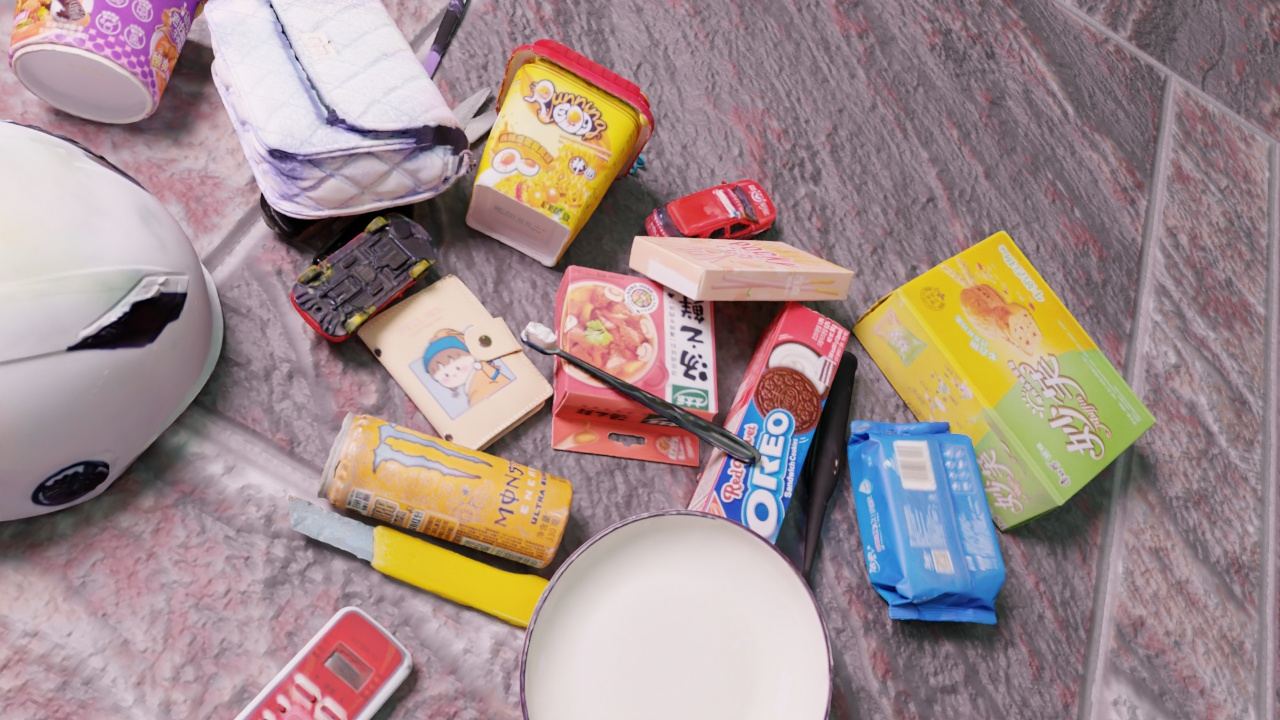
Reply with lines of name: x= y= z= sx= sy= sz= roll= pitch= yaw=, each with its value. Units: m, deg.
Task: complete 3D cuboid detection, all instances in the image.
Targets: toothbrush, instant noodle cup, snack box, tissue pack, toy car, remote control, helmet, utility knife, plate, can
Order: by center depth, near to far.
helmet: x=-0.358 y=-0.038 z=0.476 sx=0.258 sy=0.146 sz=0.229 roll=-18 pitch=72 yaw=-29
remote control: x=-0.187 y=0.199 z=0.497 sx=0.056 sy=0.020 sz=0.135 roll=42 pitch=56 yaw=2
plate: x=0.021 y=0.188 z=0.557 sx=0.192 sy=0.039 sz=0.192 roll=3 pitch=78 yaw=-13
utility knife: x=-0.119 y=0.128 z=0.563 sx=0.206 sy=0.015 sz=0.033 roll=25 pitch=58 yaw=-12
can: x=-0.117 y=0.080 z=0.564 sx=0.146 sy=0.058 sz=0.058 roll=20 pitch=58 yaw=-12
instant noodle cup: x=-0.354 y=-0.219 z=0.601 sx=0.111 sy=0.112 sz=0.099 roll=9 pitch=68 yaw=-18
toy car: x=-0.180 y=-0.056 z=0.608 sx=0.049 sy=0.031 sz=0.106 roll=45 pitch=54 yaw=-7
toothbrush: x=0.001 y=0.022 z=0.610 sx=0.181 sy=0.018 sz=0.015 roll=29 pitch=56 yaw=-1
snack box: x=-0.004 y=0.004 z=0.658 sx=0.113 sy=0.044 sz=0.127 roll=8 pitch=61 yaw=-18
snack box: x=0.090 y=0.054 z=0.664 sx=0.057 sy=0.058 sz=0.206 roll=29 pitch=57 yaw=-2
instant noodle cup: x=-0.067 y=-0.148 z=0.680 sx=0.116 sy=0.116 sz=0.123 roll=27 pitch=69 yaw=-8
tissue pack: x=0.209 y=0.118 z=0.681 sx=0.095 sy=0.052 sz=0.157 roll=4 pitch=63 yaw=-18
toothbrush: x=0.135 y=0.085 z=0.685 sx=0.026 sy=0.027 sz=0.212 roll=32 pitch=56 yaw=-22
snack box: x=0.078 y=-0.069 z=0.695 sx=0.157 sy=0.026 sz=0.084 roll=-4 pitch=24 yaw=-37
toy car: x=0.061 y=-0.116 z=0.749 sx=0.120 sy=0.045 sz=0.053 roll=-22 pitch=75 yaw=-32
snack box: x=0.302 y=0.011 z=0.764 sx=0.157 sy=0.070 sz=0.210 roll=-27 pitch=76 yaw=-31
toothbrush: x=-0.156 y=-0.296 z=0.772 sx=0.014 sy=0.017 sz=0.188 roll=20 pitch=60 yaw=-12

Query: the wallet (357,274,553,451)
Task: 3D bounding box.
wallet: x=-0.122 y=0.002 z=0.626 sx=0.087 sy=0.024 sz=0.115 roll=-37 pitch=80 yaw=-27

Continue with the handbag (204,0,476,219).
handbag: x=-0.213 y=-0.188 z=0.632 sx=0.134 sy=0.076 sz=0.193 roll=-16 pitch=57 yaw=-29

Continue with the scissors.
scissors: x=-0.165 y=-0.131 z=0.683 sx=0.233 sy=0.022 sz=0.162 roll=-20 pitch=79 yaw=-35

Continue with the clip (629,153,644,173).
clip: x=-0.021 y=-0.178 z=0.766 sx=0.056 sy=0.014 sz=0.040 roll=42 pitch=57 yaw=5
